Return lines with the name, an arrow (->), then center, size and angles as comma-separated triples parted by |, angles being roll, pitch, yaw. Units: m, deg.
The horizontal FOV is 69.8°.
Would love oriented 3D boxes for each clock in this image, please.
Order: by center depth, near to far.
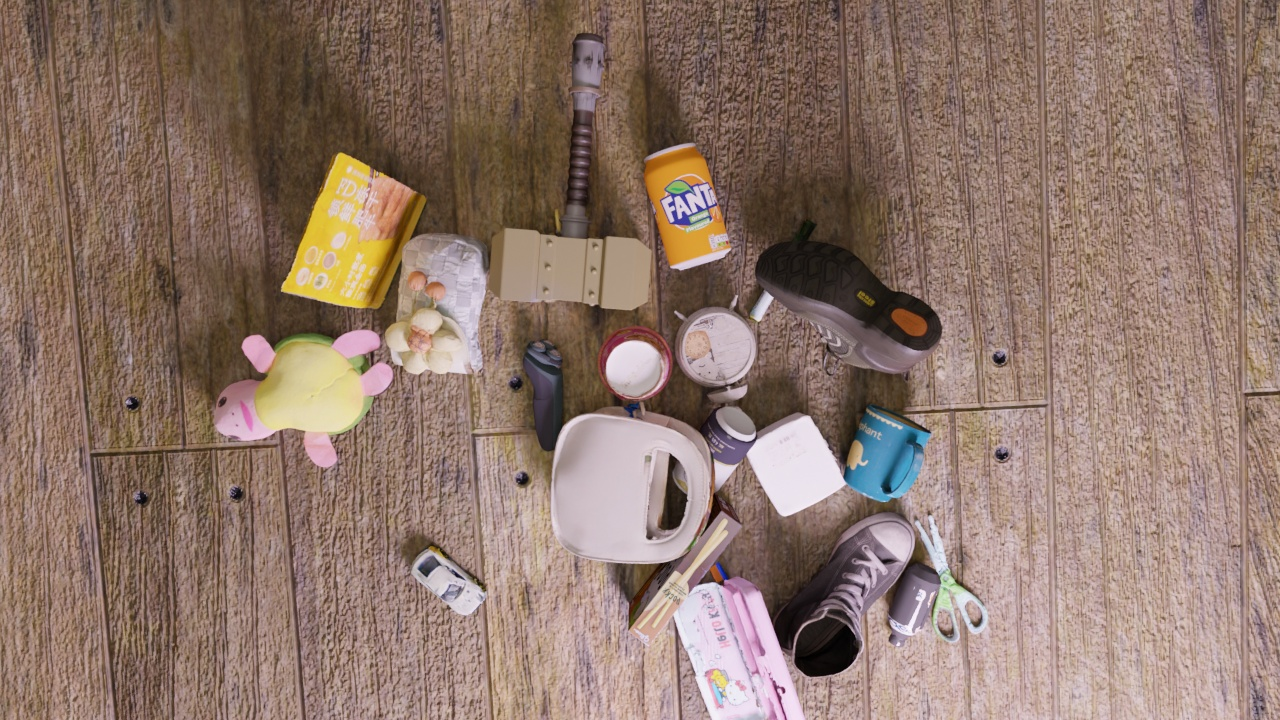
clock -> 0.101, 0.004, 1.154 | 0.103, 0.061, 0.157 | -14, 92, 1

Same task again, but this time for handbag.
handbag -> -0.248, -0.070, 1.120 | 0.112, 0.123, 0.171 | 8, 100, 6
handbag -> -0.002, 0.152, 1.134 | 0.200, 0.092, 0.201 | 8, 95, 22

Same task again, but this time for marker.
marker -> 0.180, -0.113, 1.168 | 0.017, 0.017, 0.146 | 30, 93, -2

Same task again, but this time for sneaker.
sneaker -> 0.252, -0.054, 1.138 | 0.238, 0.143, 0.100 | 33, 69, 20
sneaker -> 0.264, 0.292, 1.146 | 0.235, 0.120, 0.095 | -42, 93, 0

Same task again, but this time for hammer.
hammer -> -0.074, -0.230, 1.119 | 0.190, 0.100, 0.325 | 5, 94, 0

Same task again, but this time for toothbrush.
toothbrush -> 0.131, 0.349, 1.201 | 0.018, 0.016, 0.182 | -21, 93, 7

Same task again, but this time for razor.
razor -> -0.121, 0.045, 1.169 | 0.052, 0.047, 0.143 | 3, 100, 28

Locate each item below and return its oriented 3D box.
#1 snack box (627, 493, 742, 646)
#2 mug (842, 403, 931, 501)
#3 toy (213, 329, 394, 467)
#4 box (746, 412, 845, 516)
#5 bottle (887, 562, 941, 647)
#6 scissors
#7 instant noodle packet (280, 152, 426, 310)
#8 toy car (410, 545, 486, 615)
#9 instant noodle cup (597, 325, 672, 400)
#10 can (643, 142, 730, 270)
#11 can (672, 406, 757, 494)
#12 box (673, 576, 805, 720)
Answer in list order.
snack box -> 0.053, 0.259, 1.152 | 0.031, 0.101, 0.186 | 37, 93, -2
mug -> 0.307, 0.123, 1.138 | 0.084, 0.112, 0.104 | 20, 101, -20
toy -> -0.421, 0.039, 1.147 | 0.238, 0.087, 0.190 | -25, 113, 7
box -> 0.195, 0.127, 1.176 | 0.102, 0.076, 0.107 | -29, 96, 0
bottle -> 0.348, 0.316, 1.180 | 0.047, 0.047, 0.112 | 18, 101, -1
scissors -> 0.390, 0.285, 1.197 | 0.078, 0.032, 0.175 | -25, 89, 4
instant noodle packet -> -0.344, -0.149, 1.066 | 0.084, 0.221, 0.163 | 26, 92, 2
toy car -> -0.249, 0.287, 1.191 | 0.105, 0.033, 0.048 | 40, 91, -3
instant noodle cup -> -0.007, 0.007, 1.131 | 0.098, 0.108, 0.097 | 0, 93, 0
can -> 0.056, -0.188, 1.132 | 0.079, 0.079, 0.142 | -17, 94, 1
can -> 0.089, 0.119, 1.144 | 0.064, 0.064, 0.128 | 32, 121, -2
box -> 0.131, 0.376, 1.175 | 0.150, 0.073, 0.201 | -15, 96, 46
